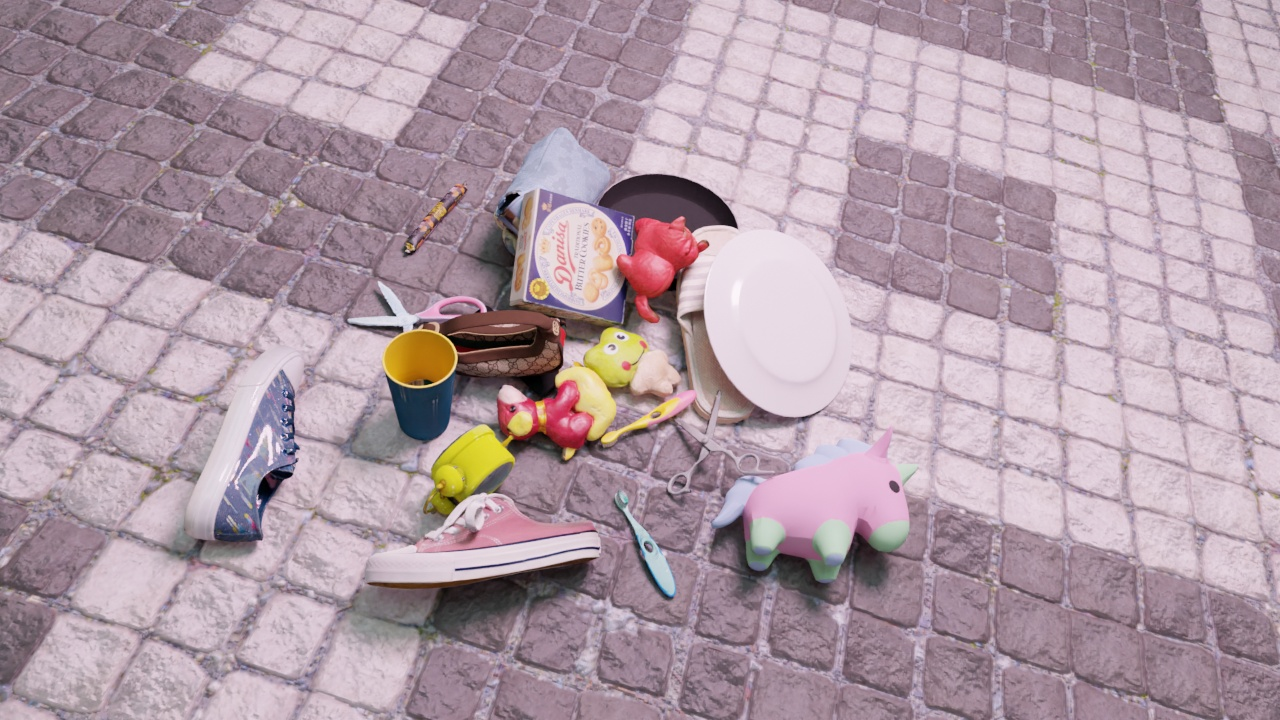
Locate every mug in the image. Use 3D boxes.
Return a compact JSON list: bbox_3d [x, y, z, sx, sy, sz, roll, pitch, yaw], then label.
[{"bbox_3d":[-0.243,0.033,1.019,0.078,0.122,0.078,5,53,-7],"label":"mug"}]

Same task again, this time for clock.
[{"bbox_3d":[-0.190,0.122,0.987,0.057,0.083,0.118,44,55,13],"label":"clock"}]

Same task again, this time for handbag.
[{"bbox_3d":[-0.128,-0.214,1.231,0.121,0.119,0.191,39,48,-25],"label":"handbag"},{"bbox_3d":[-0.170,-0.025,1.049,0.166,0.138,0.063,-2,69,9],"label":"handbag"}]

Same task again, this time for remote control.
[{"bbox_3d":[-0.157,-0.012,1.132,0.041,0.020,0.152,-41,67,-19],"label":"remote control"}]

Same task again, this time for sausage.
[{"bbox_3d":[-0.279,-0.197,1.251,0.020,0.020,0.154,24,53,8],"label":"sausage"}]

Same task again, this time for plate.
[{"bbox_3d":[0.181,-0.050,1.145,0.242,0.016,0.242,9,73,-31],"label":"plate"}]

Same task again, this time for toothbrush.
[{"bbox_3d":[0.005,0.198,1.004,0.022,0.017,0.135,-16,57,-25],"label":"toothbrush"},{"bbox_3d":[0.011,0.069,1.095,0.135,0.016,0.021,-27,56,-20],"label":"toothbrush"}]

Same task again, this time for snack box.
[{"bbox_3d":[-0.083,-0.125,1.148,0.144,0.043,0.144,11,81,-32],"label":"snack box"}]

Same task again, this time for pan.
[{"bbox_3d":[0.101,-0.145,1.265,0.356,0.044,0.203,27,53,11],"label":"pan"}]

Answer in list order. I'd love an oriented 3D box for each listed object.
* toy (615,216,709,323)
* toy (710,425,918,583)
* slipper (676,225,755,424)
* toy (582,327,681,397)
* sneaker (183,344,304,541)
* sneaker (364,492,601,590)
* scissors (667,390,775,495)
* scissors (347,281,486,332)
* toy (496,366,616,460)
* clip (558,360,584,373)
[{"bbox_3d":[0.026,-0.115,1.142,0.088,0.094,0.132,25,73,-42],"label":"toy"},{"bbox_3d":[0.195,0.155,1.020,0.222,0.120,0.170,9,53,6],"label":"toy"},{"bbox_3d":[0.102,-0.053,1.161,0.114,0.054,0.272,1,68,0],"label":"slipper"},{"bbox_3d":[-0.007,0.007,1.130,0.118,0.043,0.092,29,44,7],"label":"toy"},{"bbox_3d":[-0.399,0.085,0.978,0.079,0.088,0.234,15,55,-6],"label":"sneaker"},{"bbox_3d":[-0.160,0.179,0.938,0.240,0.118,0.087,-5,74,-20],"label":"sneaker"},{"bbox_3d":[0.087,0.101,1.056,0.175,0.014,0.141,18,68,43],"label":"scissors"},{"bbox_3d":[-0.276,-0.033,1.125,0.170,0.014,0.168,0,60,-4],"label":"scissors"},{"bbox_3d":[-0.095,0.064,1.061,0.137,0.067,0.105,-9,80,-14],"label":"toy"},{"bbox_3d":[-0.076,0.021,1.113,0.054,0.048,0.045,41,67,-25],"label":"clip"}]
